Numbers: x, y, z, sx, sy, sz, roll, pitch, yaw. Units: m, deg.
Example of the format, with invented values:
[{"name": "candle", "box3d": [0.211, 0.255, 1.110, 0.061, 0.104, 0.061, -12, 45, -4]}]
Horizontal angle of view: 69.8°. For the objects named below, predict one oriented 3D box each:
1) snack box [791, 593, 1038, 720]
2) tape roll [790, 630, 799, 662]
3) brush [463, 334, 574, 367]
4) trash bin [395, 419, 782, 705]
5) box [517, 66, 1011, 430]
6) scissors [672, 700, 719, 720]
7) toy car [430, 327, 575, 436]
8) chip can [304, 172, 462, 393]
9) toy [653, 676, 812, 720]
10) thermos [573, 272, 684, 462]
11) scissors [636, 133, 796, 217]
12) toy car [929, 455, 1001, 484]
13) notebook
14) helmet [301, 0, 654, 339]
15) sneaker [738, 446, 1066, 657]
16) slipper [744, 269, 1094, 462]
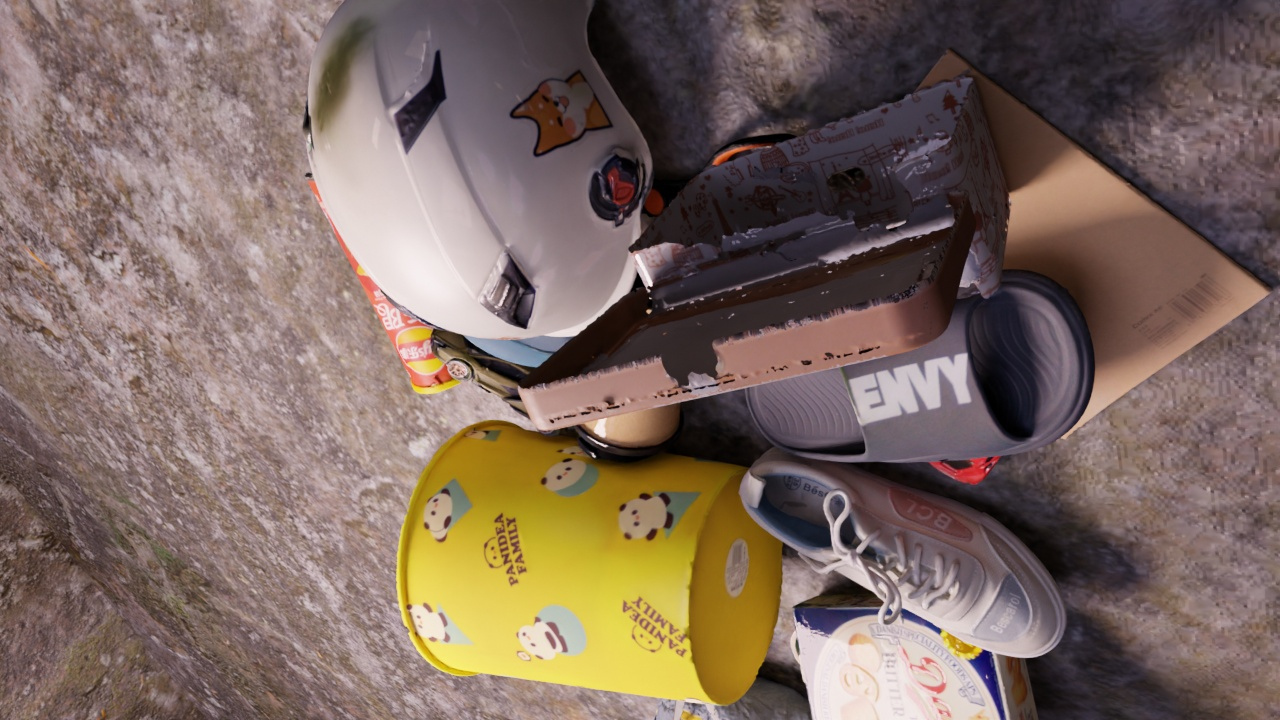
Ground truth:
[{"name": "snack box", "box3d": [0.219, 0.279, 0.732, 0.183, 0.045, 0.178, -17, 80, 45]}, {"name": "tape roll", "box3d": [0.180, 0.270, 0.840, 0.086, 0.013, 0.086, 21, 134, 23]}, {"name": "brush", "box3d": [-0.102, -0.032, 0.746, 0.144, 0.073, 0.055, 26, 133, 2]}, {"name": "trash bin", "box3d": [-0.032, 0.171, 0.774, 0.256, 0.228, 0.230, 2, 125, 30]}, {"name": "box", "box3d": [0.073, -0.043, 0.441, 0.177, 0.259, 0.082, -15, 111, 31]}, {"name": "scissors", "box3d": [0.044, 0.278, 0.885, 0.159, 0.014, 0.181, 30, 106, 47]}, {"name": "toy car", "box3d": [-0.104, 0.008, 0.779, 0.158, 0.070, 0.042, 29, 128, -5]}, {"name": "chip can", "box3d": [-0.211, -0.077, 0.804, 0.073, 0.073, 0.217, 2, 124, 36]}, {"name": "toy", "box3d": [0.096, 0.371, 0.931, 0.138, 0.091, 0.357, 37, 147, -22]}, {"name": "thermos", "box3d": [-0.004, 0.004, 0.706, 0.093, 0.092, 0.143, 24, 129, 19]}, {"name": "scissors", "box3d": [0.032, -0.114, 0.623, 0.224, 0.021, 0.205, 48, 136, 6]}, {"name": "toy car", "box3d": [0.219, 0.044, 0.597, 0.049, 0.031, 0.106, 32, 147, 14]}, {"name": "notebook", "box3d": [0.218, -0.059, 0.537, 0.211, 0.012, 0.150, 39, 138, 4]}, {"name": "helmet", "box3d": [-0.124, -0.128, 0.599, 0.230, 0.156, 0.274, 1, 108, 38]}, {"name": "sneaker", "box3d": [0.180, 0.132, 0.648, 0.242, 0.090, 0.089, 27, 105, 21]}, {"name": "slipper", "box3d": [0.147, 0.024, 0.575, 0.269, 0.083, 0.110, -16, 97, 55]}]
